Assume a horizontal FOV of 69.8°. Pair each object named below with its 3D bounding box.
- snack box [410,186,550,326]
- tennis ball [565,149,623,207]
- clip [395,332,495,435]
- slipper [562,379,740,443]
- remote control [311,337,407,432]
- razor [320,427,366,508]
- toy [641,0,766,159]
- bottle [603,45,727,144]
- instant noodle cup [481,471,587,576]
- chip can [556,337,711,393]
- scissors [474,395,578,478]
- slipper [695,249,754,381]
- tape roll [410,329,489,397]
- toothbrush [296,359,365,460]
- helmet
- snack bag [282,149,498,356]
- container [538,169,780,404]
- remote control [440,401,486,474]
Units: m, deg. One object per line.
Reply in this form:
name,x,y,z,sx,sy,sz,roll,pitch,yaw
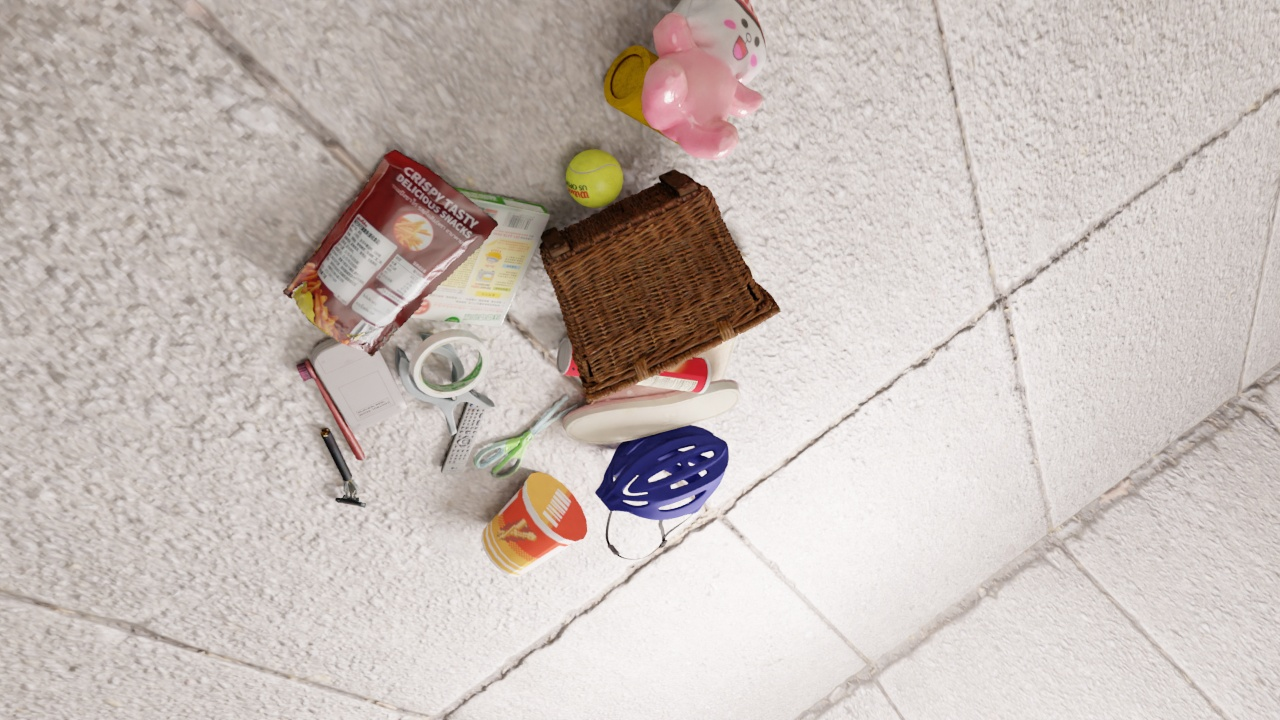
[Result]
snack box,-0.195,-0.117,1.066,0.131,0.027,0.168,5,127,-37
tennis ball,-0.052,-0.207,1.045,0.065,0.065,0.065,-19,138,-18
clip,-0.267,0.039,1.167,0.115,0.028,0.163,-33,135,-1
slipper,0.016,0.065,1.368,0.274,0.054,0.114,-9,147,-14
remote control,-0.341,0.024,1.111,0.074,0.019,0.151,-25,141,-12
razor,-0.390,0.139,1.194,0.043,0.022,0.144,8,133,11
toy,0.069,-0.314,0.951,0.142,0.084,0.212,40,57,-34
bottle,0.041,-0.283,1.031,0.163,0.071,0.071,17,118,-44
instant noodle cup,-0.168,0.257,1.399,0.121,0.123,0.123,-41,141,19
chip can,-0.008,0.008,1.270,0.214,0.051,0.052,8,125,-25
scissors,-0.159,0.113,1.338,0.175,0.032,0.093,-31,138,2
slipper,0.110,-0.043,1.339,0.114,0.054,0.273,-20,141,-24
tape roll,-0.233,0.004,1.124,0.093,0.018,0.094,-16,132,-18
toothbrush,-0.379,0.066,1.130,0.016,0.016,0.190,-21,139,-10
helmet,0.028,0.209,1.455,0.240,0.148,0.228,-13,135,-38
snack bag,-0.269,-0.110,0.980,0.139,0.066,0.208,38,104,-27
container,0.006,-0.100,1.087,0.250,0.162,0.183,-26,113,-1
remote control,-0.243,0.105,1.267,0.033,0.013,0.137,4,127,-35
